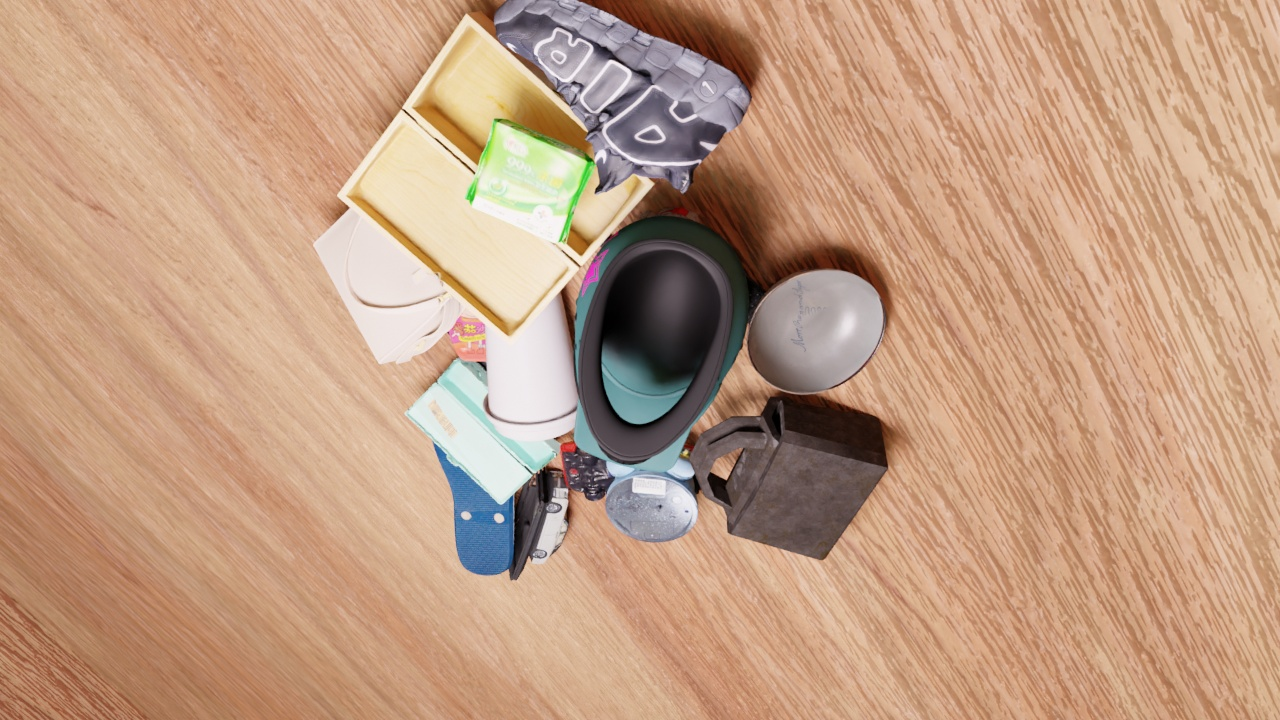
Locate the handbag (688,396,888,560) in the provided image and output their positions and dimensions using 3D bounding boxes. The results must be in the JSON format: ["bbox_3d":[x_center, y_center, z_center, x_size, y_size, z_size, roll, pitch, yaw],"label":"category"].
[{"bbox_3d":[0.158,0.130,1.096,0.199,0.102,0.198,15,131,-8],"label":"handbag"}]

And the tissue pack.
[{"bbox_3d":[-0.112,-0.179,0.923,0.114,0.034,0.100,23,112,-2],"label":"tissue pack"}]

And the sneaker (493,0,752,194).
[{"bbox_3d":[-0.036,-0.237,0.870,0.252,0.097,0.151,23,92,0],"label":"sneaker"}]

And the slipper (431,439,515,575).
[{"bbox_3d":[-0.228,0.170,1.319,0.118,0.060,0.295,0,107,12],"label":"slipper"}]

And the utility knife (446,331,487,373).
[{"bbox_3d":[-0.212,-0.003,1.218,0.029,0.020,0.172,-33,105,34],"label":"utility knife"}]

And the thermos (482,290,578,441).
[{"bbox_3d":[-0.136,-0.025,1.106,0.132,0.131,0.222,7,119,20],"label":"thermos"}]

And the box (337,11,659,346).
[{"bbox_3d":[-0.152,-0.184,0.968,0.247,0.068,0.254,42,106,-7],"label":"box"}]

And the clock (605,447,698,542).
[{"bbox_3d":[0.016,0.158,1.151,0.118,0.060,0.162,4,125,5],"label":"clock"}]

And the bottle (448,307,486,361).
[{"bbox_3d":[-0.205,-0.065,1.145,0.071,0.048,0.134,1,124,0],"label":"bottle"}]

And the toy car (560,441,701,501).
[{"bbox_3d":[-0.011,0.141,1.212,0.189,0.056,0.082,1,127,11],"label":"toy car"}]

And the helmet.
[{"bbox_3d":[0.012,-0.011,0.950,0.176,0.200,0.275,16,94,1],"label":"helmet"}]

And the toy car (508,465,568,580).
[{"bbox_3d":[-0.142,0.231,1.331,0.071,0.094,0.192,5,132,-18],"label":"toy car"}]

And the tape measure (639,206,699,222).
[{"bbox_3d":[0.036,-0.136,1.005,0.062,0.020,0.060,-4,123,26],"label":"tape measure"}]

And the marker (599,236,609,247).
[{"bbox_3d":[-0.035,-0.130,1.045,0.134,0.015,0.018,34,111,-3],"label":"marker"}]

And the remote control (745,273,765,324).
[{"bbox_3d":[0.141,-0.052,1.023,0.140,0.021,0.046,40,132,-14],"label":"remote control"}]

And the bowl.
[{"bbox_3d":[0.179,-0.040,0.974,0.150,0.056,0.151,-5,120,-9],"label":"bowl"}]

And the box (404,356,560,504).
[{"bbox_3d":[-0.212,0.093,1.243,0.187,0.052,0.139,46,120,-6],"label":"box"}]

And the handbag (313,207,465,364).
[{"bbox_3d":[-0.273,-0.122,1.083,0.198,0.101,0.194,-36,81,35],"label":"handbag"}]
